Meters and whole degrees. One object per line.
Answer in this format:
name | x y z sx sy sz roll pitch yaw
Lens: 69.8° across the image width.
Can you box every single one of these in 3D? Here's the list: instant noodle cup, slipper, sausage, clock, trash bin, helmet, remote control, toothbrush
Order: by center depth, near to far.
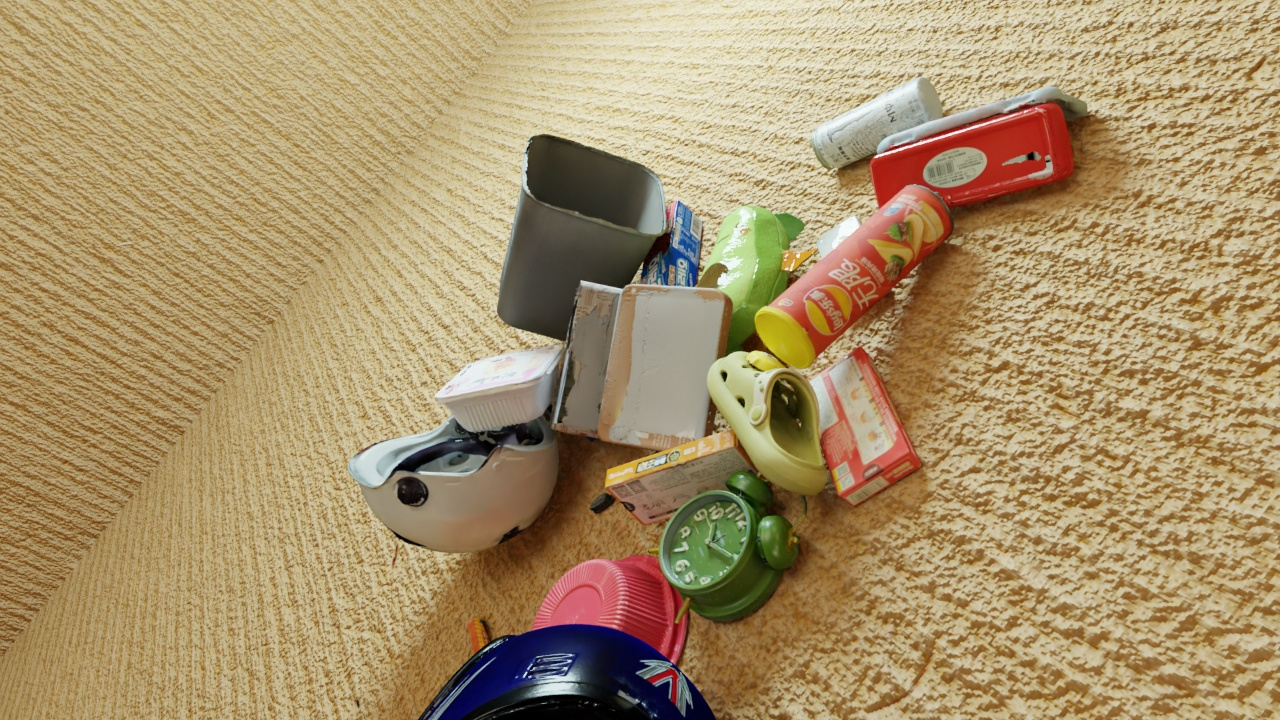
helmet | -0.077 0.353 0.694 0.315 0.247 0.240 -48 -9 -7
clock | 0.086 0.168 0.853 0.161 0.056 0.116 -38 38 10
slipper | 0.132 0.046 0.865 0.082 0.091 0.190 -55 30 23
instant noodle cup | -0.046 0.271 0.916 0.194 0.066 0.193 -34 34 27
remote control | 0.230 -0.104 1.000 0.056 0.019 0.135 -36 34 23
toothbrush | 0.006 0.117 1.045 0.190 0.016 0.014 -43 30 22
sausage | -0.176 0.346 1.046 0.021 0.021 0.165 -47 31 6
instant noodle cup | -0.164 0.036 1.142 0.138 0.060 0.173 -11 15 9
helmet | -0.220 0.158 1.147 0.259 0.146 0.228 -12 14 6
trash bin | -0.096 -0.160 1.266 0.198 0.198 0.220 -92 23 -51

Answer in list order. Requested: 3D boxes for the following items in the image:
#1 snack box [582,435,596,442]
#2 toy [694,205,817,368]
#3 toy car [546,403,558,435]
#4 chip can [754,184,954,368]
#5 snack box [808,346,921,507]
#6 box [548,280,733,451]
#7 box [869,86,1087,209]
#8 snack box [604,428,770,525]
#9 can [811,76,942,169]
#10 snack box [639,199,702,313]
snack box | -0.060 0.033 1.222 0.084 0.026 0.157 -44 32 10
toy | 0.113 -0.080 1.059 0.228 0.090 0.246 -16 49 42
toy car | -0.139 0.064 1.265 0.037 0.054 0.120 -49 30 -1
chip can | 0.212 -0.083 0.898 0.216 0.073 0.073 -39 28 -16
snack box | 0.202 0.059 0.858 0.075 0.025 0.152 -37 33 21
box | -0.019 0.005 1.032 0.273 0.130 0.179 3 82 56
box | 0.346 -0.211 0.938 0.101 0.095 0.202 -20 8 -43
snack box | 0.047 0.119 0.925 0.154 0.075 0.026 -22 40 26
can | 0.278 -0.278 1.085 0.147 0.058 0.058 -18 44 42
snack box | 0.040 -0.123 1.231 0.058 0.057 0.207 -29 37 36
